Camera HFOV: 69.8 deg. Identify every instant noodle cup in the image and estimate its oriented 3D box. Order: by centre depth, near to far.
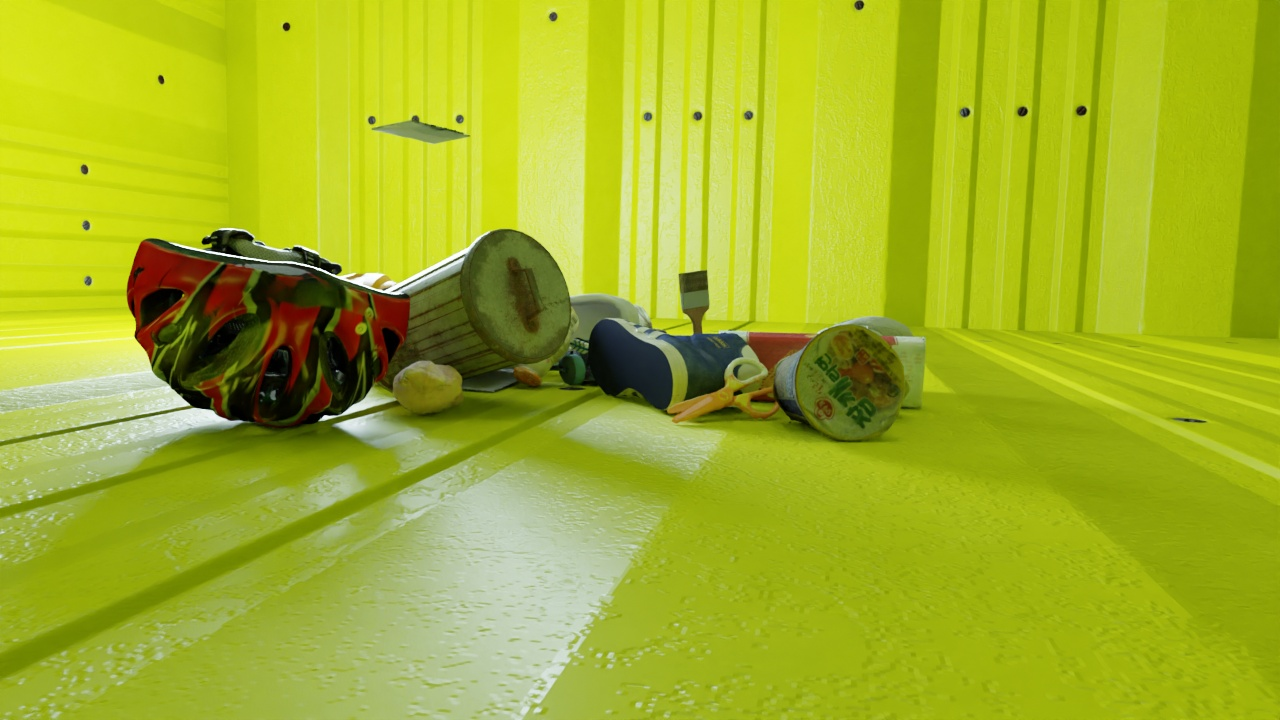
[{"bbox_3d":[0.169,0.023,0.823,0.102,0.102,0.108,0,-3,-10],"label":"instant noodle cup"}]

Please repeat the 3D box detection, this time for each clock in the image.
[{"bbox_3d":[-0.060,0.002,1.152,0.124,0.053,0.090,-2,5,-11],"label":"clock"}]

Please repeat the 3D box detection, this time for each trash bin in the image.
[{"bbox_3d":[-0.176,-0.043,0.919,0.212,0.130,0.130,-16,-7,40],"label":"trash bin"}]

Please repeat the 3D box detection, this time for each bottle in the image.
[{"bbox_3d":[-0.117,-0.021,1.106,0.063,0.108,0.063,16,-29,9],"label":"bottle"}]

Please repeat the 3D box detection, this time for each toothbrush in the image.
[{"bbox_3d":[-0.006,0.006,1.084,0.168,0.014,0.014,21,21,14],"label":"toothbrush"}]

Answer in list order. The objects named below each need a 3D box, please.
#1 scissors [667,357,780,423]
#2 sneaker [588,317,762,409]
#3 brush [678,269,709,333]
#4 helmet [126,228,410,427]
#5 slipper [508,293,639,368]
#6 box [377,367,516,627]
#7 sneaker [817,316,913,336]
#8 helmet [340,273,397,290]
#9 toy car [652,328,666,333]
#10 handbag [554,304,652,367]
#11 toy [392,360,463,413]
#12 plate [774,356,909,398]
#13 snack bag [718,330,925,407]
[{"bbox_3d":[0.076,0.031,0.876,0.130,0.070,0.013,-11,-24,-27],"label":"scissors"},{"bbox_3d":[0.039,-0.002,0.999,0.118,0.091,0.233,-6,8,-23],"label":"sneaker"},{"bbox_3d":[0.072,-0.041,1.155,0.045,0.143,0.008,-13,12,-36],"label":"brush"},{"bbox_3d":[-0.309,-0.029,0.766,0.217,0.167,0.272,12,-6,-28],"label":"helmet"},{"bbox_3d":[-0.125,-0.036,1.225,0.247,0.112,0.074,-10,-21,8],"label":"slipper"},{"bbox_3d":[-0.231,0.119,1.145,0.172,0.404,0.168,2,9,13],"label":"box"},{"bbox_3d":[0.243,0.004,1.102,0.239,0.089,0.124,-8,12,-11],"label":"sneaker"},{"bbox_3d":[-0.375,-0.054,1.266,0.205,0.131,0.255,3,7,13],"label":"helmet"},{"bbox_3d":[-0.008,-0.007,1.258,0.047,0.047,0.111,10,31,43],"label":"toy car"},{"bbox_3d":[-0.091,-0.038,1.351,0.198,0.096,0.142,2,6,-13],"label":"handbag"},{"bbox_3d":[-0.200,0.028,0.870,0.063,0.047,0.110,1,-7,-6],"label":"toy"},{"bbox_3d":[0.204,0.016,0.933,0.134,0.011,0.135,12,-22,5],"label":"plate"},{"bbox_3d":[0.196,0.010,1.005,0.225,0.077,0.041,3,17,11],"label":"snack bag"}]
